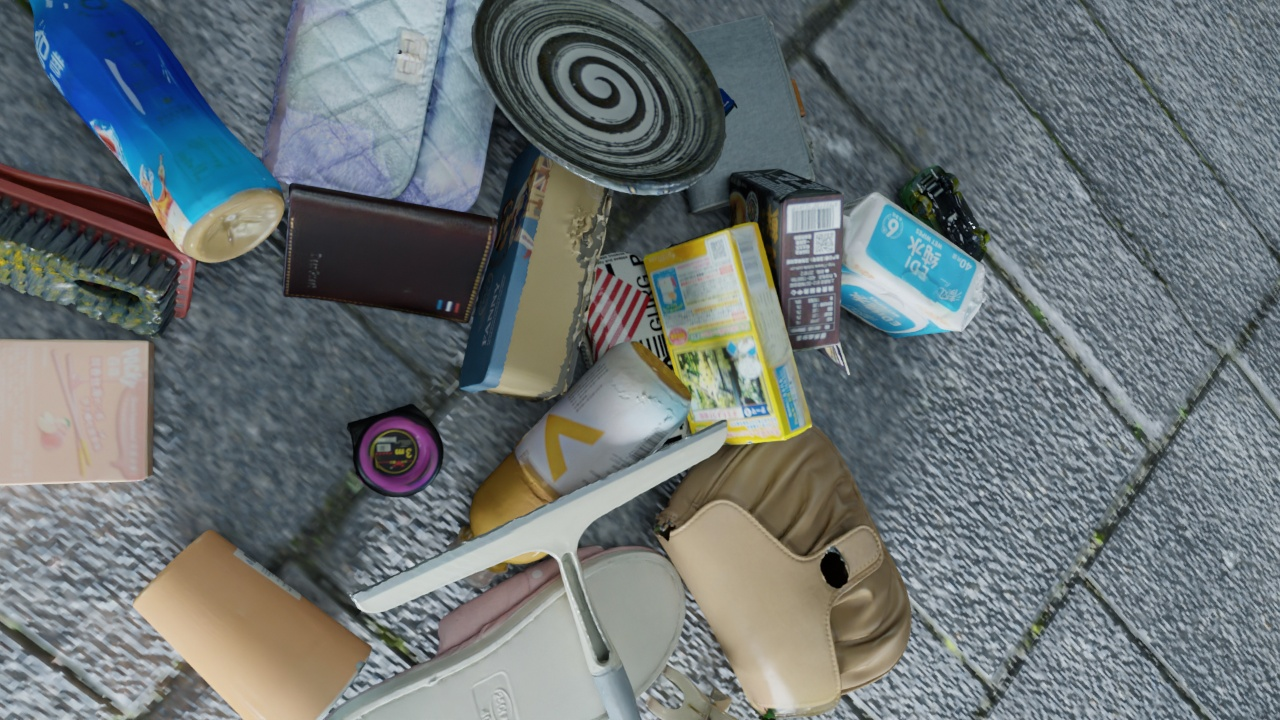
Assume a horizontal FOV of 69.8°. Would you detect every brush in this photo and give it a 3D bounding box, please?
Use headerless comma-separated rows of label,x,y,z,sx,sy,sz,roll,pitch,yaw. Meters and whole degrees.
brush,-0.333,-0.072,0.530,0.145,0.063,0.069,21,50,-16

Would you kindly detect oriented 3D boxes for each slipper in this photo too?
slipper,-0.086,0.207,0.603,0.273,0.055,0.114,-25,100,-29

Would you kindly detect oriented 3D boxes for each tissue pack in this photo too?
tissue pack,0.183,-0.068,0.697,0.140,0.090,0.063,29,77,-17

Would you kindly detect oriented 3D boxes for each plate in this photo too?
plate,-0.025,-0.178,0.596,0.179,0.024,0.179,14,57,-22

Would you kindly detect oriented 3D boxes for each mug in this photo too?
mug,-0.232,0.162,0.546,0.123,0.078,0.078,46,74,-8

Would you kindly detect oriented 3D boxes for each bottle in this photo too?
bottle,-0.051,0.071,0.597,0.068,0.068,0.189,43,97,-13
bottle,-0.291,-0.156,0.526,0.065,0.065,0.218,-37,82,-18

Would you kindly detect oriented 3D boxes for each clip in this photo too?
clip,0.034,0.239,0.631,0.092,0.103,0.035,28,79,7

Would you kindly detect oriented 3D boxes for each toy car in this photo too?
toy car,0.248,-0.114,0.751,0.043,0.036,0.091,-38,99,-19

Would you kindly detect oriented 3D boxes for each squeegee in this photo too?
squeegee,-0.022,0.192,0.588,0.246,0.039,0.246,-24,106,-19

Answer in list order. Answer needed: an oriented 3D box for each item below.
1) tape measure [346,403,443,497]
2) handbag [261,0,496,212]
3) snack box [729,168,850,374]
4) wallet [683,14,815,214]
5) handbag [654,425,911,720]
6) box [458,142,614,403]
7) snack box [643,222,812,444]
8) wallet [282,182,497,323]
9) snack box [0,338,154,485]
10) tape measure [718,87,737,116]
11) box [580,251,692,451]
tape measure,-0.157,0.060,0.595,0.057,0.039,0.058,-20,89,-20
handbag,-0.158,-0.187,0.587,0.134,0.076,0.193,10,83,-20
snack box,0.102,-0.064,0.642,0.053,0.113,0.126,-6,110,-11
wallet,0.071,-0.185,0.692,0.106,0.037,0.129,-16,92,-9
handbag,0.108,0.148,0.653,0.147,0.100,0.204,-32,98,-25
box,-0.069,-0.051,0.605,0.059,0.090,0.184,18,77,-21
snack box,0.056,-0.014,0.613,0.033,0.087,0.140,-16,93,-39
wallet,-0.159,-0.065,0.577,0.122,0.097,0.020,8,50,-19
snack box,-0.367,0.029,0.526,0.157,0.026,0.084,1,87,-20
tape measure,0.031,-0.180,0.654,0.058,0.025,0.054,-41,83,-1
box,-0.002,0.003,0.646,0.071,0.057,0.164,-19,95,-6
